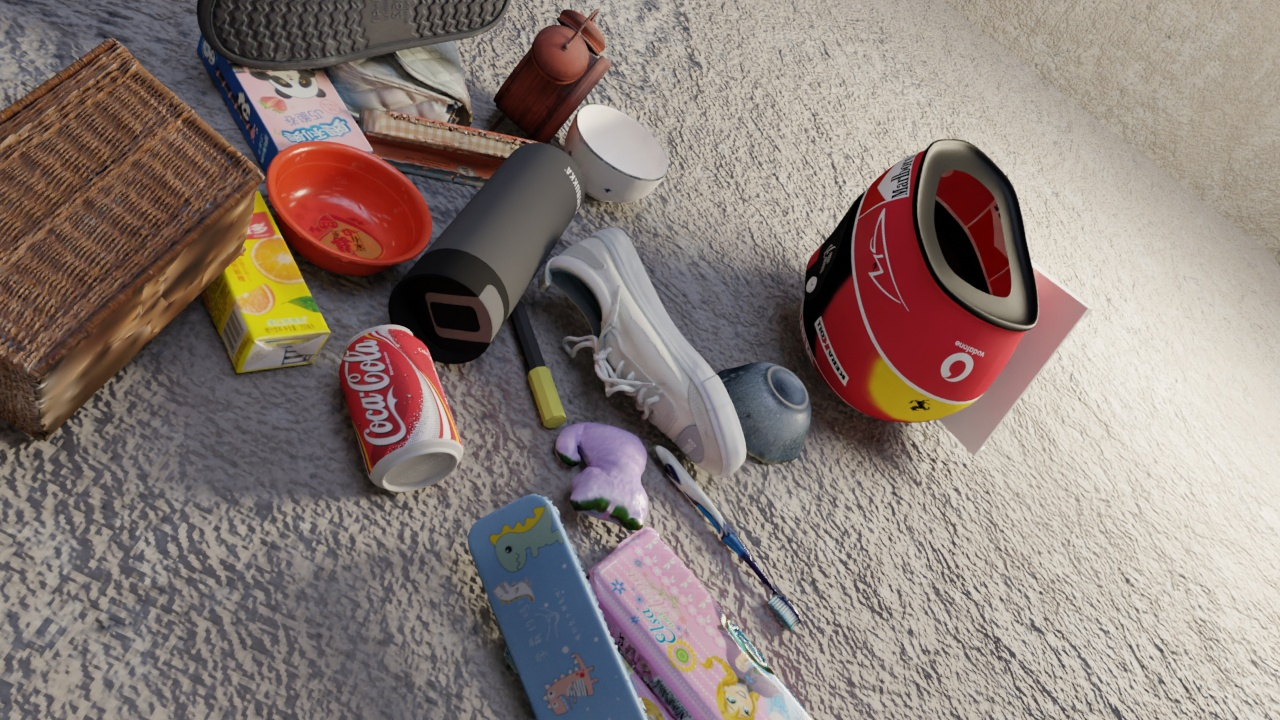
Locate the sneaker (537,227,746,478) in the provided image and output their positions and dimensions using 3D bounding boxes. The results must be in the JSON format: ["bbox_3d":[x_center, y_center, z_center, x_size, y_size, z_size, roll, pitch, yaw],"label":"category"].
[{"bbox_3d":[-0.005,0.005,0.786,0.090,0.090,0.242,-28,81,-23],"label":"sneaker"}]

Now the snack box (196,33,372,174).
[{"bbox_3d":[-0.304,-0.223,0.784,0.087,0.033,0.154,-14,63,-46],"label":"snack box"}]

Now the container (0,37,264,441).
[{"bbox_3d":[-0.322,-0.066,0.519,0.112,0.114,0.198,38,56,-10],"label":"container"}]

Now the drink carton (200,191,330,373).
[{"bbox_3d":[-0.275,-0.058,0.644,0.058,0.043,0.134,-11,62,-48],"label":"drink carton"}]

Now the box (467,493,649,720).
[{"bbox_3d":[-0.045,0.183,0.571,0.068,0.059,0.209,-16,66,-27],"label":"box"}]

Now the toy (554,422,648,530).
[{"bbox_3d":[-0.030,0.088,0.713,0.080,0.037,0.099,18,35,-9],"label":"toy"}]

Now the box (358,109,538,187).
[{"bbox_3d":[-0.181,-0.192,0.866,0.187,0.064,0.056,5,15,-34],"label":"box"}]

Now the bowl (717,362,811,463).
[{"bbox_3d":[0.124,0.041,0.874,0.110,0.055,0.110,23,42,-23],"label":"bowl"}]

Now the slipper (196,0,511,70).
[{"bbox_3d":[-0.241,-0.324,0.780,0.267,0.111,0.083,-18,58,-28],"label":"slipper"}]

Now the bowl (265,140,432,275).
[{"bbox_3d":[-0.234,-0.112,0.726,0.130,0.045,0.130,23,42,-22],"label":"bowl"}]

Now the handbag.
[{"bbox_3d":[-0.239,-0.308,0.889,0.138,0.073,0.194,8,49,-35],"label":"handbag"}]

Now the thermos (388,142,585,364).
[{"bbox_3d":[-0.121,-0.098,0.778,0.082,0.082,0.239,34,39,-9],"label":"thermos"}]

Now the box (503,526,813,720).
[{"bbox_3d":[0.030,0.237,0.623,0.230,0.035,0.158,49,38,11],"label":"box"}]

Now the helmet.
[{"bbox_3d":[0.274,-0.064,0.959,0.197,0.225,0.270,21,55,-21],"label":"helmet"}]

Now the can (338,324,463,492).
[{"bbox_3d":[-0.166,0.032,0.630,0.064,0.064,0.104,-1,54,-40],"label":"can"}]

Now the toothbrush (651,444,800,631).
[{"bbox_3d":[0.068,0.144,0.759,0.017,0.016,0.189,-29,75,-40],"label":"toothbrush"}]

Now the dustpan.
[{"bbox_3d":[0.369,-0.045,1.042,0.053,0.192,0.257,10,30,-33],"label":"dustpan"}]

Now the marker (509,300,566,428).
[{"bbox_3d":[-0.088,0.001,0.764,0.021,0.017,0.123,45,19,-57],"label":"marker"}]

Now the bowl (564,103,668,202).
[{"bbox_3d":[-0.034,-0.211,0.976,0.113,0.063,0.113,23,41,-22],"label":"bowl"}]

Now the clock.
[{"bbox_3d":[-0.085,-0.291,0.935,0.072,0.158,0.120,39,38,-12],"label":"clock"}]
